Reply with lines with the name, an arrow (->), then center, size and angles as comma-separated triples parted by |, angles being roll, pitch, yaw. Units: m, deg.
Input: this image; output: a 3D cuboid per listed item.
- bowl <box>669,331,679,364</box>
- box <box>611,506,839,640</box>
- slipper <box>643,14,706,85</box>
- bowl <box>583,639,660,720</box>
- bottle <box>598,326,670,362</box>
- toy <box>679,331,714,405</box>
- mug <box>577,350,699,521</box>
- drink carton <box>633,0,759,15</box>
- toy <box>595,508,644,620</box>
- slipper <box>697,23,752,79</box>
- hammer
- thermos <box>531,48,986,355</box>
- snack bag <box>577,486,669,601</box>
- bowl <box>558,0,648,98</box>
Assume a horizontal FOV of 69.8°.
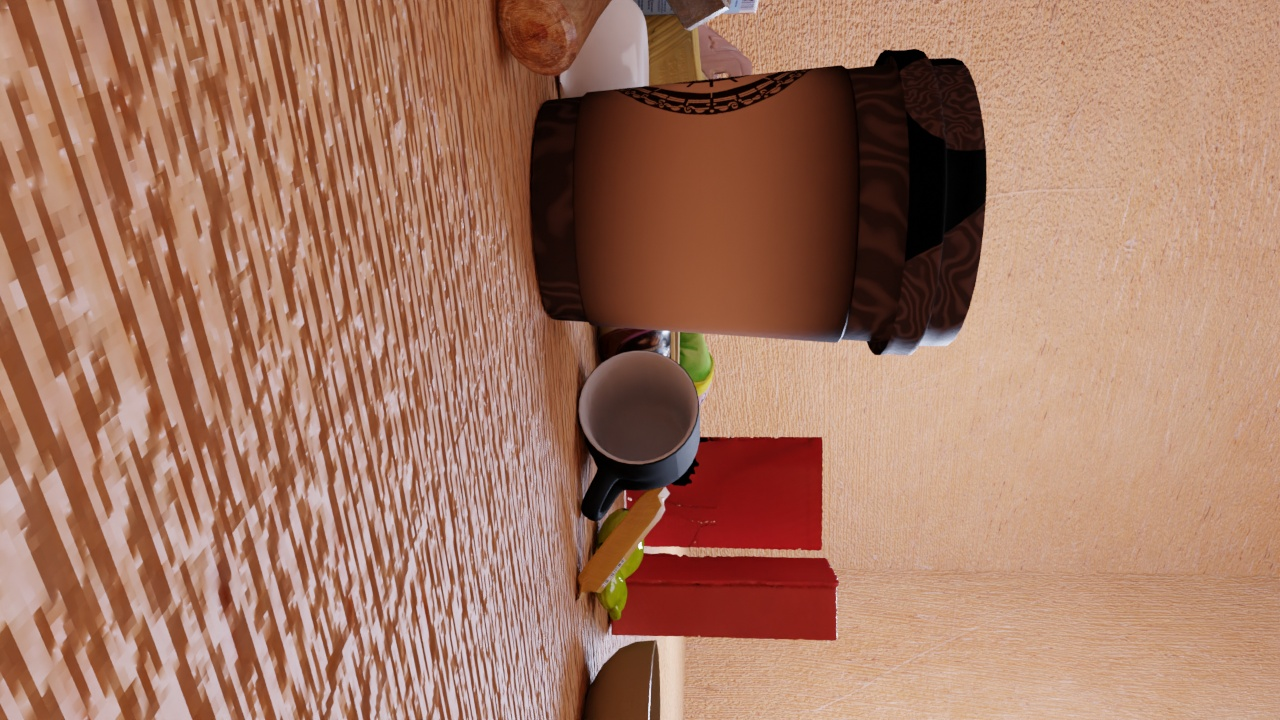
bowl -> 0.004, -0.027, 0.854 | 0.112, 0.061, 0.112 | 2, 88, -85
box -> 0.079, 0.327, 0.908 | 0.197, 0.217, 0.351 | -14, 105, -84
slipper -> 0.009, -0.193, 0.728 | 0.078, 0.099, 0.263 | 55, 31, -85
bowl -> -0.014, 0.289, 0.691 | 0.152, 0.050, 0.152 | 2, 88, -85
bottle -> -0.005, 0.005, 0.775 | 0.059, 0.059, 0.166 | -84, 174, -54
toy -> 0.034, 0.010, 0.968 | 0.132, 0.097, 0.123 | -46, -177, 43
mug -> -0.007, 0.064, 0.674 | 0.121, 0.085, 0.094 | -59, 165, -16
drink carton -> 0.022, -0.293, 0.680 | 0.040, 0.130, 0.064 | 85, 4, -80
toy -> -0.019, 0.162, 0.743 | 0.094, 0.036, 0.093 | 69, 26, -59
slipper -> 0.065, -0.249, 0.815 | 0.239, 0.064, 0.094 | 46, 4, -22
hammer -> -0.016, -0.225, 0.516 | 0.158, 0.037, 0.299 | 55, 30, -25
thermos -> 0.061, -0.088, 0.531 | 0.172, 0.226, 0.172 | 2, 88, -85
snack bag -> -0.014, 0.130, 0.653 | 0.099, 0.020, 0.026 | -51, 165, -9
bowl -> -0.021, -0.197, 0.612 | 0.114, 0.050, 0.114 | 2, 88, -85
